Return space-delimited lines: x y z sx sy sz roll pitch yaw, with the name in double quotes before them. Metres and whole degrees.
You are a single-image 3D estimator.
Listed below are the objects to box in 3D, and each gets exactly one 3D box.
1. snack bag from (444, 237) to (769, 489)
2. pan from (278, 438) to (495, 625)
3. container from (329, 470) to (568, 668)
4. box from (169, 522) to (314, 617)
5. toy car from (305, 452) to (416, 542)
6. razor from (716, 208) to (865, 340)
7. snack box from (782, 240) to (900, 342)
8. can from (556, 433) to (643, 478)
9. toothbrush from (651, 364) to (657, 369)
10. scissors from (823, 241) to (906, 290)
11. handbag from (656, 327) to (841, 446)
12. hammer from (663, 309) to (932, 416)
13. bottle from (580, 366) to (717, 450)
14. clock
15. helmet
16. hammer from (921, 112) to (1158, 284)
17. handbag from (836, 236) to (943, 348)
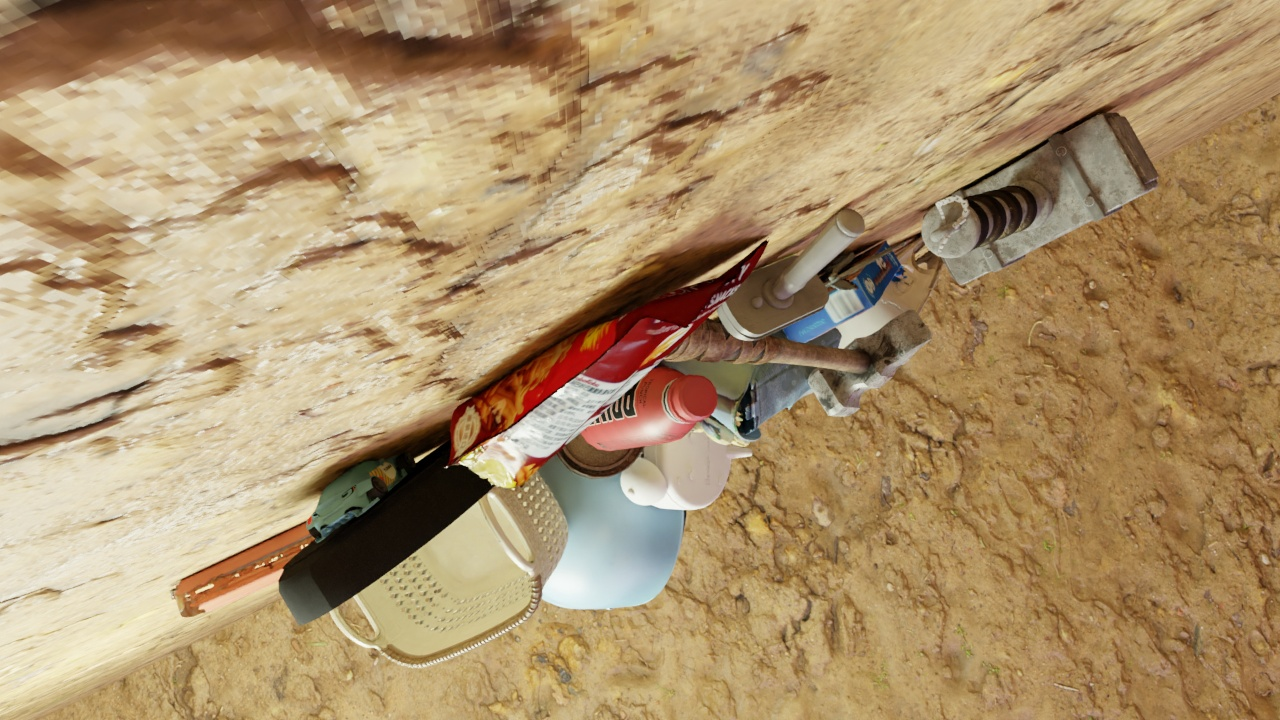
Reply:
"snack bag" -0.018 0.006 0.547 0.208 0.066 0.138 -32 178 34
"pan" -0.125 0.074 0.720 0.355 0.044 0.204 -38 -174 -18
"container" -0.195 0.195 0.949 0.247 0.184 0.142 -29 -176 27
"box" -0.337 0.188 0.854 0.186 0.056 0.059 -24 -154 -17
"toy car" -0.197 0.088 0.643 0.060 0.027 0.107 -33 -174 10
"razor" 0.114 -0.065 0.629 0.088 0.047 0.116 -24 167 -30
"snack box" 0.196 -0.067 0.893 0.087 0.034 0.151 -29 -175 31
"can" -0.042 0.070 0.896 0.090 0.090 0.075 -26 176 -8
"toothbrush" -0.005 0.005 0.878 0.016 0.018 0.182 -30 171 21
"scissors" 0.160 -0.064 0.817 0.175 0.014 0.141 -32 -171 26
"handbag" 0.110 0.018 0.930 0.191 0.122 0.119 -25 131 -42
"hammer" 0.123 -0.008 0.765 0.318 0.049 0.122 6 138 -46
"bottle" 0.006 0.040 0.772 0.062 0.062 0.177 -24 -177 -28
"clock" 0.047 0.099 0.997 0.073 0.125 0.160 -5 171 41
"helmet" -0.085 0.175 1.085 0.266 0.225 0.166 19 -177 41
"hammer" 0.282 -0.115 0.723 0.177 0.079 0.325 -31 174 39
"handbag" 0.282 -0.084 1.125 0.199 0.093 0.201 -47 -177 -23
